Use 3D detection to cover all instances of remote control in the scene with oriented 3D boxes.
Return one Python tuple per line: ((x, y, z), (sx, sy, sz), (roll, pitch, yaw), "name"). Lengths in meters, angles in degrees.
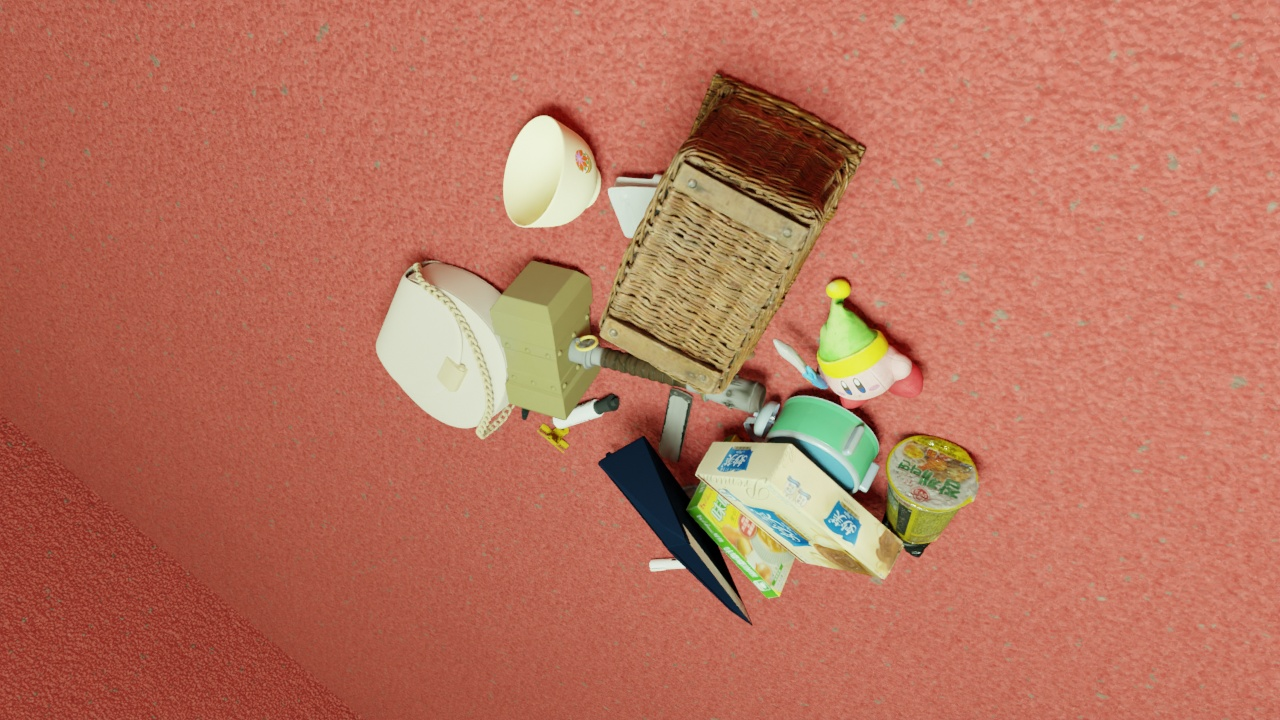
((0.046, 0.088, 1.224), (0.033, 0.013, 0.137), (24, 140, 14), "remote control")

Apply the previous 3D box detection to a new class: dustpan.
((0.026, 0.203, 1.196), (0.080, 0.272, 0.236), (-29, 134, 5), "dustpan")

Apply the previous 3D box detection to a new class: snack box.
((0.142, 0.199, 1.175), (0.168, 0.131, 0.027), (48, 138, -16), "snack box")
((0.187, 0.176, 1.092), (0.207, 0.055, 0.154), (41, 158, -21), "snack box")

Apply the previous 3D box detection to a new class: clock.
((0.197, 0.095, 1.086), (0.162, 0.075, 0.122), (12, 146, 39), "clock")

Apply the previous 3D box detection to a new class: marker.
((-0.075, 0.071, 1.279), (0.126, 0.025, 0.025), (-20, 116, 44), "marker")
((0.067, 0.315, 1.422), (0.134, 0.020, 0.017), (-15, 124, 41), "marker")

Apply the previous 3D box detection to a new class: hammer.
((-0.007, 0.007, 1.116), (0.325, 0.100, 0.191), (15, 136, 20), "hammer")

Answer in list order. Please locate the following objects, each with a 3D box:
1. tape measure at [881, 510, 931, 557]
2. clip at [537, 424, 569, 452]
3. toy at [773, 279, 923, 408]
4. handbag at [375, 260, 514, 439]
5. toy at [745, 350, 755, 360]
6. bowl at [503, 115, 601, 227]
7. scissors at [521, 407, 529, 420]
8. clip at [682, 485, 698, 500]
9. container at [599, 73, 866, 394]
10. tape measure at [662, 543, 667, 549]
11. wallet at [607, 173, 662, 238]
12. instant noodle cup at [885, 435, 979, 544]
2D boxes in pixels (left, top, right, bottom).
((0.330, 0.204, 1.127), (0.062, 0.038, 0.067), (27, 139, 9), "tape measure")
((-0.122, 0.109, 1.357), (0.053, 0.035, 0.046), (42, 157, -6), "clip")
((0.222, -0.012, 0.976), (0.124, 0.096, 0.131), (-10, 141, 46), "toy")
((-0.249, -0.019, 1.249), (0.208, 0.103, 0.211), (40, 130, 6), "handbag")
((0.106, -0.046, 1.027), (0.042, 0.054, 0.102), (10, 156, 21), "toy")
((-0.085, -0.195, 0.986), (0.074, 0.118, 0.118), (8, 156, -38), "bowl")
((-0.178, 0.034, 1.318), (0.149, 0.019, 0.122), (-15, 119, 40), "scissors")
((0.112, 0.201, 1.278), (0.163, 0.027, 0.108), (9, 134, 27), "clip")
((0.073, -0.104, 0.847), (0.162, 0.182, 0.251), (28, 121, 4), "container")
((0.064, 0.260, 1.357), (0.072, 0.042, 0.072), (26, 142, 14), "tape measure")
((0.028, -0.162, 0.986), (0.116, 0.032, 0.086), (10, 143, 20), "wallet")
((0.325, 0.156, 1.050), (0.102, 0.102, 0.108), (18, 145, 18), "instant noodle cup")
